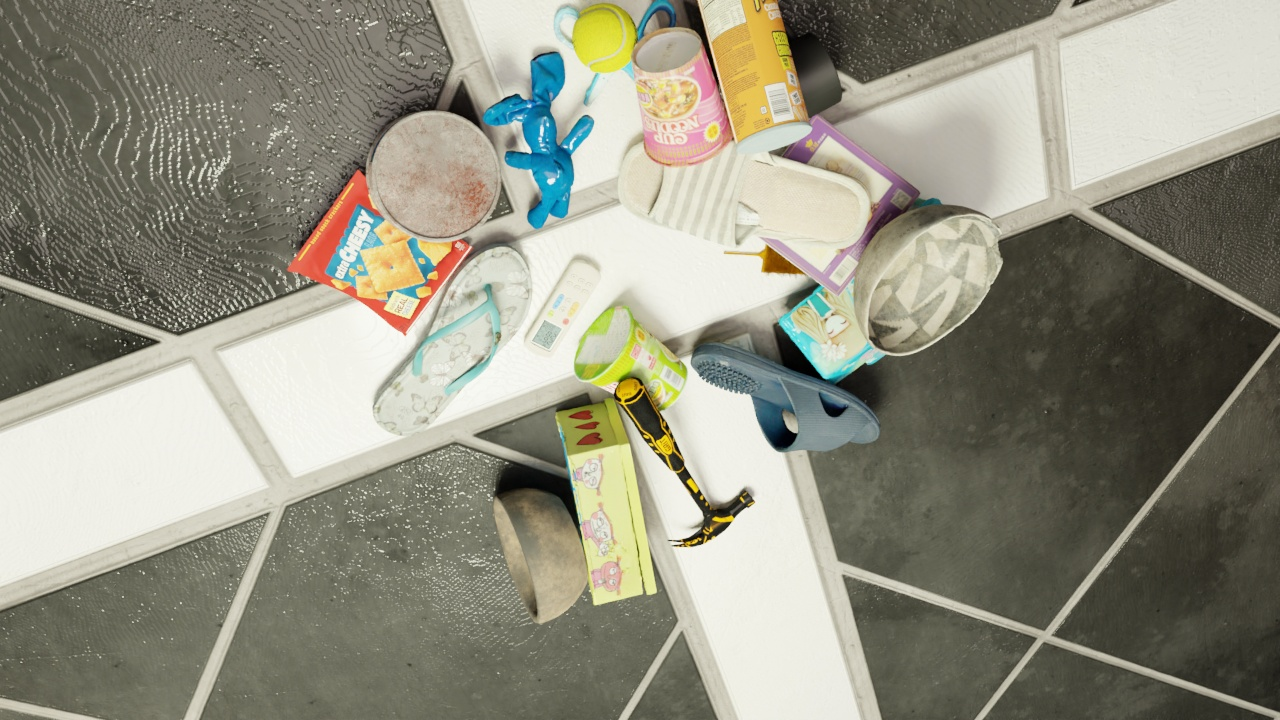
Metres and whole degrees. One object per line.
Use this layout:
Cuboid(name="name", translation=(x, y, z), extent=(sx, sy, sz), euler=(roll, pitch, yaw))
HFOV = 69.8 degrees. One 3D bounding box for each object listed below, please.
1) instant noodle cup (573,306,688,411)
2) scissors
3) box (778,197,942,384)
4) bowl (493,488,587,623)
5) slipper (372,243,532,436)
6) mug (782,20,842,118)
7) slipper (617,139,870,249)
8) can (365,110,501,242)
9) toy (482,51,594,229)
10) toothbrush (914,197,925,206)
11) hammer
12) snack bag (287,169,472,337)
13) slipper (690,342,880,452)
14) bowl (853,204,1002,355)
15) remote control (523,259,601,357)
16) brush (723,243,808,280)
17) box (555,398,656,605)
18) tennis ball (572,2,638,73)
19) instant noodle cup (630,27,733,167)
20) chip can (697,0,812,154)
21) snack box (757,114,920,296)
Cuboid(name="instant noodle cup", translation=(-0.006, 0.006, 1.064), extent=(0.108, 0.099, 0.099), euler=(35, 104, -31))
Cuboid(name="scissors", translation=(-0.021, -0.325, 0.947), extent=(0.140, 0.011, 0.134), euler=(-42, 112, 9))
Cuboid(name="box", translation=(0.296, -0.062, 1.083), extent=(0.227, 0.086, 0.169), euler=(-39, 123, 8))
Cuboid(name="bowl", translation=(-0.119, 0.229, 1.112), extent=(0.070, 0.162, 0.162), euler=(-17, 118, -19))
Cuboid(name="slipper", translation=(-0.204, -0.008, 1.035), extent=(0.098, 0.054, 0.269), euler=(26, 111, -33))
Cuboid(name="mug", translation=(0.145, -0.301, 0.959), extent=(0.088, 0.078, 0.113), euler=(-28, 90, 3))
Cuboid(name="slipper", translation=(0.111, -0.176, 0.980), extent=(0.273, 0.054, 0.114), euler=(9, 99, 3))
Cuboid(name="can", translation=(-0.211, -0.188, 0.937), extent=(0.129, 0.044, 0.130), euler=(-6, 106, -22))
Cuboid(name="toy", translation=(-0.106, -0.217, 0.945), extent=(0.112, 0.071, 0.176), euler=(-24, 123, -28))
Cuboid(name="toothbrush", translation=(0.344, -0.179, 1.079), extent=(0.135, 0.017, 0.022), euler=(22, 108, -19))
Cuboid(name="hammer", translation=(0.042, 0.128, 1.107), extent=(0.123, 0.036, 0.321), euler=(-36, 134, -4))
Cuboid(name="snack bag", translation=(-0.276, -0.111, 0.983), extent=(0.144, 0.039, 0.131), euler=(33, 103, -29))
Cuboid(name="slipper", translation=(0.174, 0.063, 1.105), extent=(0.263, 0.101, 0.082), euler=(25, 64, -16))
Cuboid(name="bowl", translation=(0.290, -0.097, 0.981), extent=(0.178, 0.081, 0.179), euler=(-18, 133, -21))
Cuboid(name="remote control", translation=(-0.090, -0.059, 1.055), extent=(0.038, 0.018, 0.126), euler=(27, 108, -21))
Cuboid(name="brush", translation=(0.165, -0.120, 1.073), extent=(0.126, 0.017, 0.048), euler=(1, 115, -11))
Cuboid(name="box", translation=(-0.042, 0.171, 1.116), extent=(0.082, 0.124, 0.221), euler=(-10, 114, -8))
Cuboid(name="tennis ball", translation=(-0.035, -0.318, 0.905), extent=(0.065, 0.065, 0.065), euler=(-4, 115, -9))
Cuboid(name="instant noodle cup", translation=(0.037, -0.266, 0.916), extent=(0.098, 0.097, 0.109), euler=(-23, 142, 0))
Cuboid(name="chip can", translation=(0.102, -0.315, 0.885), extent=(0.075, 0.075, 0.215), euler=(-14, 88, -4))
Cuboid(name="snack box", translation=(0.205, -0.171, 1.015), extent=(0.148, 0.040, 0.143), euler=(37, 104, 0))
